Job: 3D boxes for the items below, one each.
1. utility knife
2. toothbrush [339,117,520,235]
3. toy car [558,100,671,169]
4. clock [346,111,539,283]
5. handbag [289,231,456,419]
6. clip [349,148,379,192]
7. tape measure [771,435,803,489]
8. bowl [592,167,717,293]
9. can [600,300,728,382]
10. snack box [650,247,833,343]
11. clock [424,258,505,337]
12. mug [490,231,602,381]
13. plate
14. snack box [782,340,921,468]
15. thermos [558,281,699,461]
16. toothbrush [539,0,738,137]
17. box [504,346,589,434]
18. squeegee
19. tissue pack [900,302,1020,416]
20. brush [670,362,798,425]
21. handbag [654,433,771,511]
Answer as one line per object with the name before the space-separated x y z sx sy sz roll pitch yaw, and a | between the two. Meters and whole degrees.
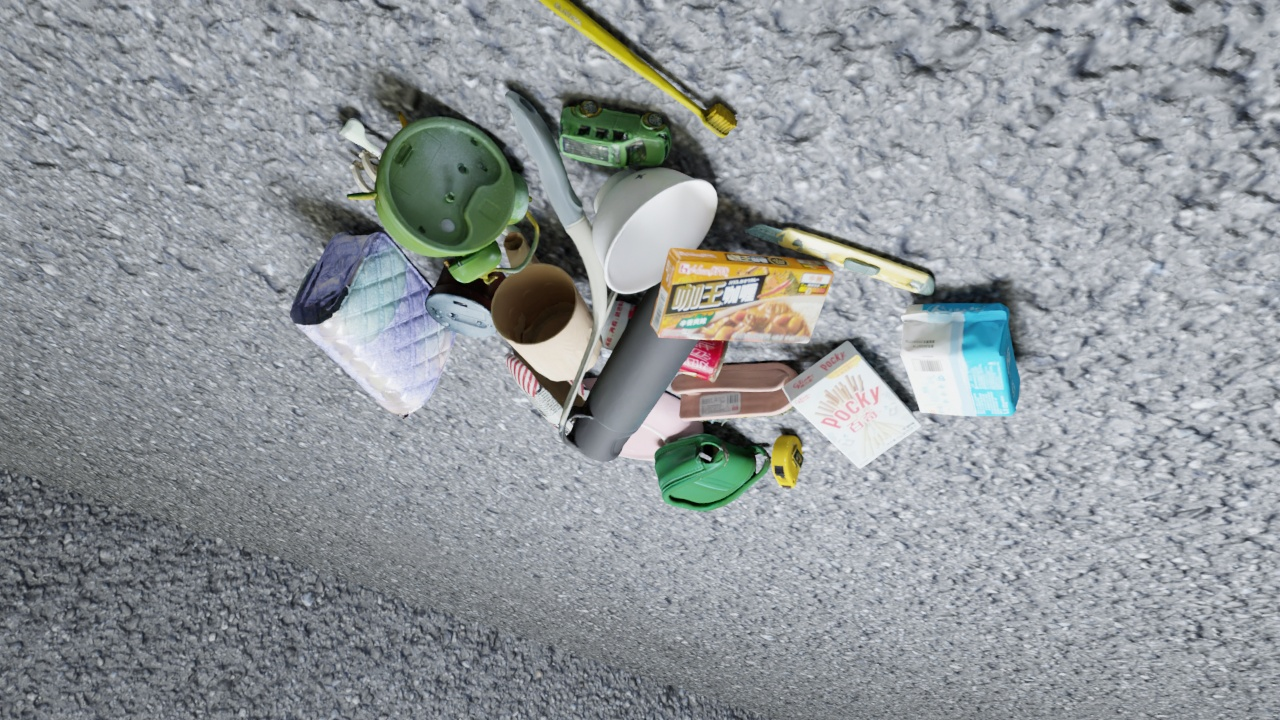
utility knife | 0.178 -0.091 0.804 0.178 0.019 0.031 22 146 -1
toothbrush | -0.189 -0.165 0.851 0.189 0.020 0.029 31 155 -28
toy car | -0.021 -0.176 0.728 0.091 0.036 0.043 8 150 6
clock | -0.157 -0.135 0.790 0.161 0.116 0.056 33 159 -22
handbag | -0.286 -0.040 1.003 0.076 0.134 0.194 2 148 23
clip | -0.226 -0.159 0.861 0.097 0.060 0.034 40 144 -18
tape measure | 0.184 0.121 1.133 0.029 0.059 0.057 0 143 30
bowl | -0.001 -0.121 0.768 0.064 0.118 0.118 47 163 25
can | 0.022 -0.022 0.963 0.133 0.053 0.053 17 152 -3
snack box | 0.089 -0.055 0.805 0.153 0.026 0.075 2 121 -22
clock | -0.186 -0.062 0.996 0.082 0.055 0.122 16 153 -1
mug | -0.094 -0.051 0.898 0.084 0.124 0.103 -23 155 4
plate | -0.015 0.086 1.192 0.192 0.039 0.193 12 152 7
snack box | 0.227 0.050 0.975 0.085 0.026 0.156 -38 130 15
thermos | -0.005 0.005 0.900 0.089 0.068 0.243 -5 140 -40
toothbrush | -0.004 -0.219 0.659 0.190 0.015 0.017 30 144 -25
box | -0.109 0.052 1.109 0.075 0.077 0.163 -11 125 50
squeegee | -0.059 -0.111 0.780 0.039 0.245 0.247 -8 119 16
tissue pack | 0.297 -0.002 0.847 0.090 0.063 0.140 1 147 29
brush | 0.109 0.033 1.007 0.146 0.063 0.073 -5 156 32
handbag | 0.089 0.139 1.164 0.120 0.068 0.131 -29 148 34
